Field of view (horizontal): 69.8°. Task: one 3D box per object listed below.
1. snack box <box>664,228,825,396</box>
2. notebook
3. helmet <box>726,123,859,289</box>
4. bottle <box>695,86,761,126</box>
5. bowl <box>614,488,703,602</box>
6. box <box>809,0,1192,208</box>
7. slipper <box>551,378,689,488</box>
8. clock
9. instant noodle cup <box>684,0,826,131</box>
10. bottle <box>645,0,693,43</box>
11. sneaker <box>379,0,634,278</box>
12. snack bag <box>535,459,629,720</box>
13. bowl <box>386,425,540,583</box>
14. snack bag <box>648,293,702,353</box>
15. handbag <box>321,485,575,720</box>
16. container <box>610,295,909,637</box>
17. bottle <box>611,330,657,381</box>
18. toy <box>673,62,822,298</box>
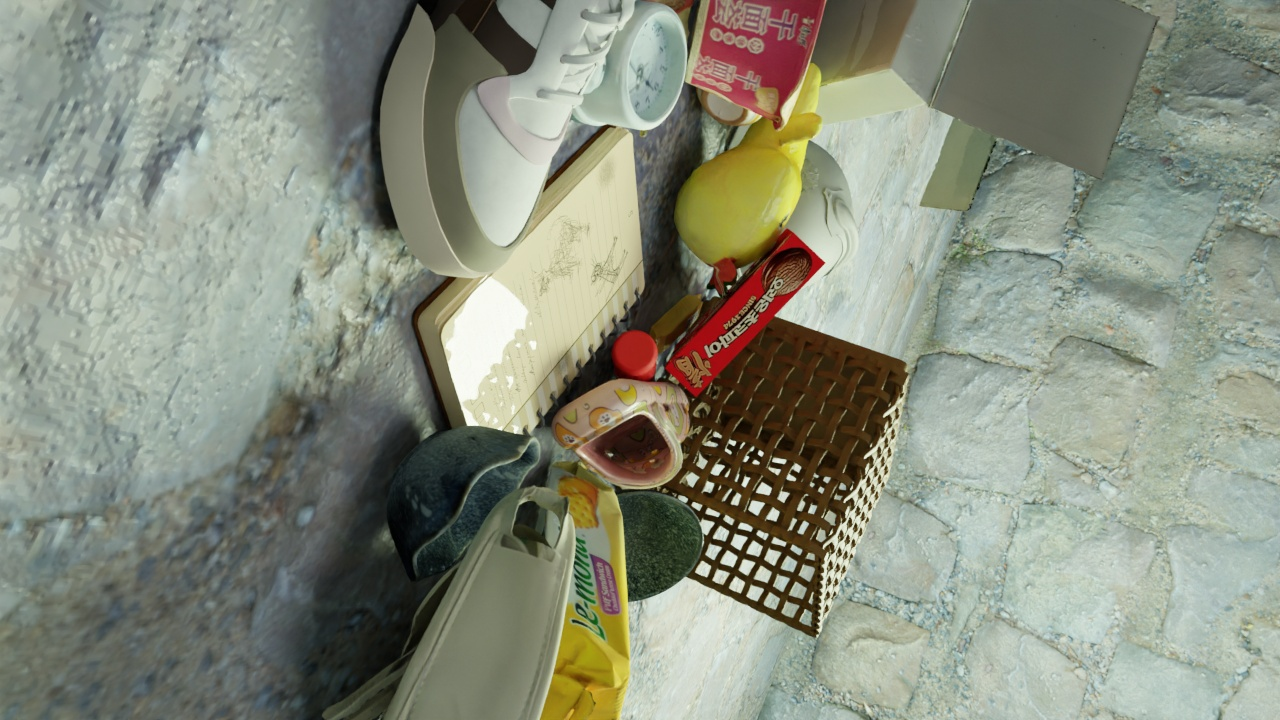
[{"bbox_3d":[0.092,-0.047,0.812,0.152,0.036,0.132,-47,-178,12],"label":"snack box"},{"bbox_3d":[-0.062,-0.039,0.639,0.224,0.024,0.168,-53,152,-35],"label":"notebook"},{"bbox_3d":[0.170,-0.149,0.957,0.183,0.118,0.271,-62,156,-17],"label":"helmet"},{"bbox_3d":[0.091,-0.246,0.758,0.108,0.063,0.063,-60,157,-27],"label":"bottle"},{"bbox_3d":[-0.014,0.159,0.863,0.057,0.137,0.137,-109,-158,-56],"label":"bowl"},{"bbox_3d":[0.292,-0.270,0.824,0.165,0.330,0.167,76,36,-78],"label":"box"},{"bbox_3d":[-0.007,0.067,0.749,0.093,0.081,0.197,-31,165,13],"label":"slipper"},{"bbox_3d":[-0.019,-0.189,0.558,0.117,0.057,0.083,30,82,-61],"label":"clock"},{"bbox_3d":[0.078,-0.255,0.633,0.178,0.077,0.178,-177,-82,-89],"label":"instant noodle cup"},{"bbox_3d":[0.020,-0.263,0.598,0.044,0.044,0.109,-37,143,-53],"label":"bottle"},{"bbox_3d":[-0.037,-0.170,0.444,0.111,0.116,0.294,-23,130,-61],"label":"sneaker"},{"bbox_3d":[-0.052,0.207,0.692,0.246,0.068,0.160,-96,-162,-60],"label":"snack bag"},{"bbox_3d":[-0.115,0.077,0.557,0.110,0.055,0.110,-48,169,-13],"label":"bowl"},{"bbox_3d":[0.032,-0.035,0.870,0.099,0.020,0.026,-44,156,-47],"label":"snack bag"},{"bbox_3d":[-0.130,0.192,0.581,0.230,0.132,0.183,124,-14,-52],"label":"handbag"},{"bbox_3d":[0.130,0.114,0.966,0.213,0.220,0.252,-58,156,-25],"label":"container"},{"bbox_3d":[-0.005,0.005,0.778,0.119,0.036,0.036,90,25,-78],"label":"bottle"},{"bbox_3d":[0.097,-0.159,0.790,0.207,0.092,0.134,-57,-171,-10],"label":"toy"}]
